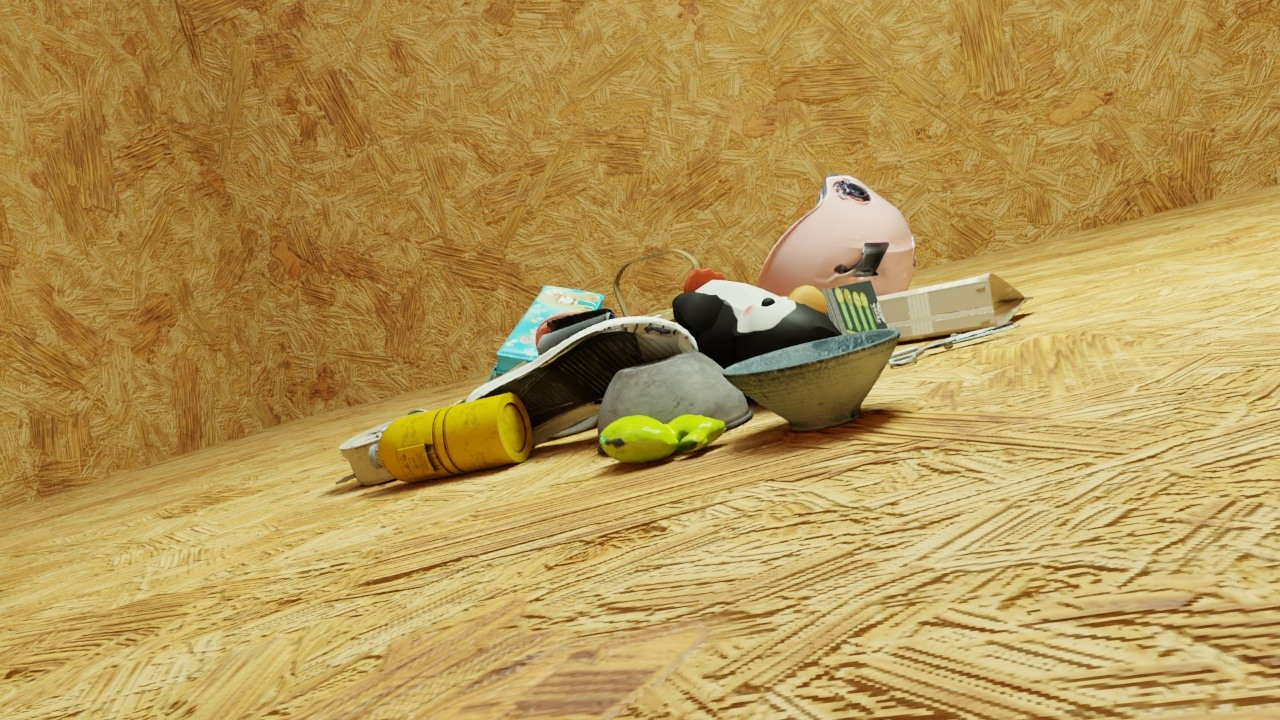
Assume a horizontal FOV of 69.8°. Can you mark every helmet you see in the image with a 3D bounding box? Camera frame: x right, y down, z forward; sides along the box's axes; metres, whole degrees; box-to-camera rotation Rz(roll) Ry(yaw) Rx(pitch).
[{"bbox_3d":[0.263,-0.110,1.205,0.152,0.230,0.254,40,26,26],"label":"helmet"}]

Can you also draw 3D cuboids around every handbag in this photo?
[{"bbox_3d":[0.387,-0.061,1.113,0.197,0.062,0.176,-6,-3,-43],"label":"handbag"}]

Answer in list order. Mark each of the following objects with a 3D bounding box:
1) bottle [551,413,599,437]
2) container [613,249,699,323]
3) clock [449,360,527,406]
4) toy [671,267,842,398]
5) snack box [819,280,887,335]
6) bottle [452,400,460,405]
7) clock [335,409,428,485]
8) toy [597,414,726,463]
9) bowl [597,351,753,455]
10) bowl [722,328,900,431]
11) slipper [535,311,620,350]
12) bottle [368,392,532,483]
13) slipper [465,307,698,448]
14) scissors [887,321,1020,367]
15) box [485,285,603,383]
[{"bbox_3d":[-0.099,0.059,1.080,0.072,0.046,0.161,-15,4,-15],"label":"bottle"},{"bbox_3d":[0.036,-0.069,1.398,0.158,0.186,0.249,-11,5,38],"label":"container"},{"bbox_3d":[-0.170,0.055,1.022,0.140,0.054,0.093,-34,5,-15],"label":"clock"},{"bbox_3d":[0.118,-0.008,0.893,0.159,0.140,0.184,20,-2,-27],"label":"toy"},{"bbox_3d":[0.227,-0.041,1.000,0.025,0.080,0.147,-21,-4,35],"label":"snack box"},{"bbox_3d":[-0.182,0.067,1.109,0.063,0.063,0.108,-11,8,37],"label":"bottle"},{"bbox_3d":[-0.270,0.098,1.053,0.104,0.061,0.156,-14,11,30],"label":"clock"},{"bbox_3d":[0.014,0.060,0.730,0.093,0.036,0.094,-10,8,-28],"label":"toy"},{"bbox_3d":[0.023,0.034,0.833,0.145,0.067,0.145,-14,4,1],"label":"bowl"},{"bbox_3d":[0.135,0.020,0.700,0.137,0.057,0.137,-14,4,1],"label":"bowl"},{"bbox_3d":[-0.006,0.006,1.033,0.249,0.104,0.059,8,37,15],"label":"slipper"},{"bbox_3d":[-0.198,0.082,0.920,0.164,0.071,0.071,-13,4,19],"label":"bottle"},{"bbox_3d":[-0.067,0.011,0.929,0.264,0.111,0.063,-29,36,25],"label":"slipper"},{"bbox_3d":[0.298,-0.015,0.940,0.161,0.014,0.118,-19,6,-24],"label":"scissors"},{"bbox_3d":[-0.147,-0.026,1.248,0.170,0.085,0.226,-22,20,21],"label":"box"}]
